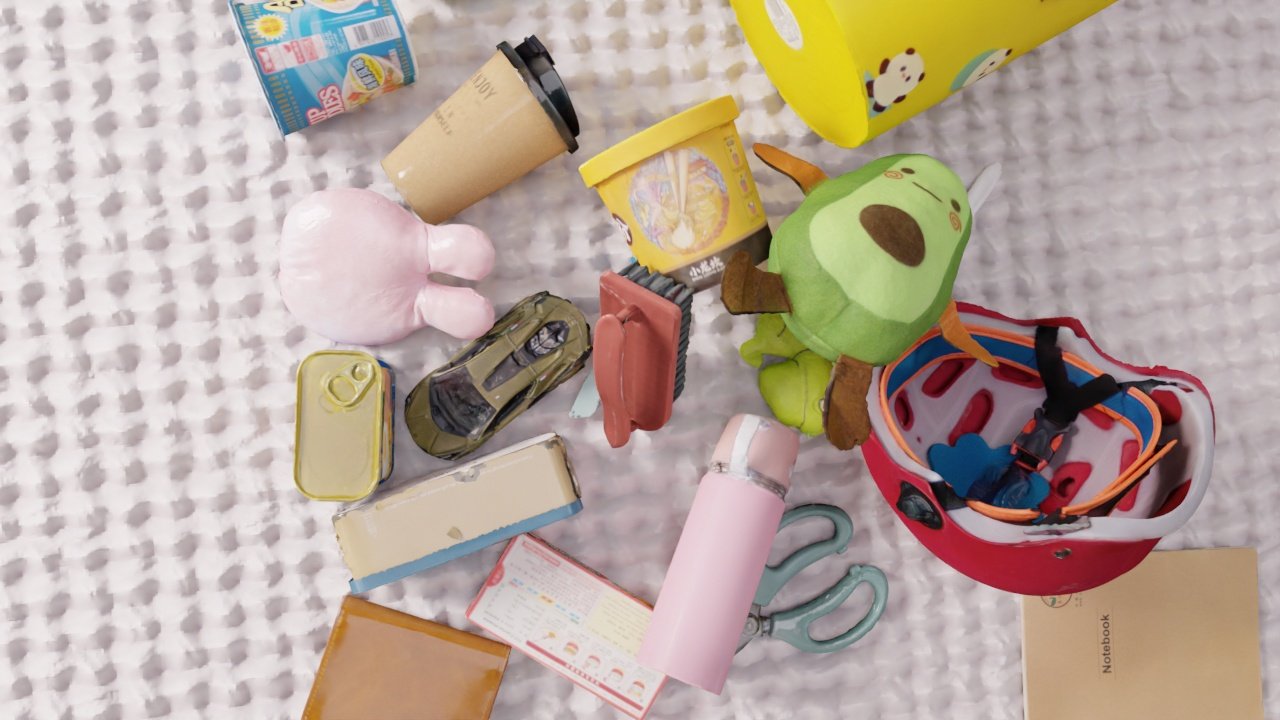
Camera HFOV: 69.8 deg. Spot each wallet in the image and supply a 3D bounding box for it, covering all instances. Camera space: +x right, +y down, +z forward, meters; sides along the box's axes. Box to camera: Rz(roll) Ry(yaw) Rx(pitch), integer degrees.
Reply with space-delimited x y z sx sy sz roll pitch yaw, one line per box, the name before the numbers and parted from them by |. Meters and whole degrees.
wallet | -0.175 0.249 0.675 0.130 0.035 0.119 19 86 -4

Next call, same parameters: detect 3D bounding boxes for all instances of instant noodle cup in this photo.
instant noodle cup | 0.033 -0.112 0.654 0.118 0.118 0.114 -27 101 -7
instant noodle cup | -0.223 -0.222 0.660 0.109 0.099 0.099 -21 90 -13

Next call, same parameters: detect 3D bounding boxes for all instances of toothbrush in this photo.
toothbrush | 0.241 -0.090 0.743 0.016 0.016 0.180 37 83 -6

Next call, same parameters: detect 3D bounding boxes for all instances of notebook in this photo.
notebook | 0.412 0.230 0.752 0.207 0.008 0.148 -1 88 -6

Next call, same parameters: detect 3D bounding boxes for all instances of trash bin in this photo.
trash bin | 0.210 -0.297 0.650 0.255 0.229 0.229 -34 92 0

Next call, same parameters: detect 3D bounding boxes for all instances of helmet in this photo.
helmet | 0.263 0.072 0.668 0.240 0.144 0.206 30 55 29

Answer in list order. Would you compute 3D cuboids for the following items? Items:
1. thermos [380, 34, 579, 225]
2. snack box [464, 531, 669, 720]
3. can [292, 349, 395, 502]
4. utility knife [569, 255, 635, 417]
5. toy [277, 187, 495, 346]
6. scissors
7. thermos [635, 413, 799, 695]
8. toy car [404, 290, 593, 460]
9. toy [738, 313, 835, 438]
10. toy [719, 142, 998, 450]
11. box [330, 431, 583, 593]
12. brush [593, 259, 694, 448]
thermos | -0.115 -0.164 0.672 0.143 0.093 0.093 -35 92 1
snack box | -0.046 0.198 0.694 0.156 0.027 0.077 32 85 -4
can | -0.207 0.045 0.654 0.057 0.083 0.102 1 88 -7
utility knife | -0.003 -0.053 0.711 0.034 0.018 0.218 26 84 -7
toy | -0.181 -0.061 0.659 0.159 0.054 0.121 9 120 2
scissors | 0.101 0.178 0.716 0.180 0.019 0.143 -20 91 -5
thermos | 0.059 0.134 0.666 0.067 0.087 0.198 17 75 21
toy car | -0.107 0.013 0.689 0.158 0.042 0.070 -40 92 -3
toy | 0.124 0.010 0.716 0.097 0.031 0.100 3 87 8
toy | 0.156 -0.067 0.629 0.227 0.090 0.246 46 54 -4
box | -0.134 0.107 0.658 0.184 0.090 0.061 -21 91 -4
brush | -0.004 0.004 0.653 0.063 0.146 0.069 30 55 22
